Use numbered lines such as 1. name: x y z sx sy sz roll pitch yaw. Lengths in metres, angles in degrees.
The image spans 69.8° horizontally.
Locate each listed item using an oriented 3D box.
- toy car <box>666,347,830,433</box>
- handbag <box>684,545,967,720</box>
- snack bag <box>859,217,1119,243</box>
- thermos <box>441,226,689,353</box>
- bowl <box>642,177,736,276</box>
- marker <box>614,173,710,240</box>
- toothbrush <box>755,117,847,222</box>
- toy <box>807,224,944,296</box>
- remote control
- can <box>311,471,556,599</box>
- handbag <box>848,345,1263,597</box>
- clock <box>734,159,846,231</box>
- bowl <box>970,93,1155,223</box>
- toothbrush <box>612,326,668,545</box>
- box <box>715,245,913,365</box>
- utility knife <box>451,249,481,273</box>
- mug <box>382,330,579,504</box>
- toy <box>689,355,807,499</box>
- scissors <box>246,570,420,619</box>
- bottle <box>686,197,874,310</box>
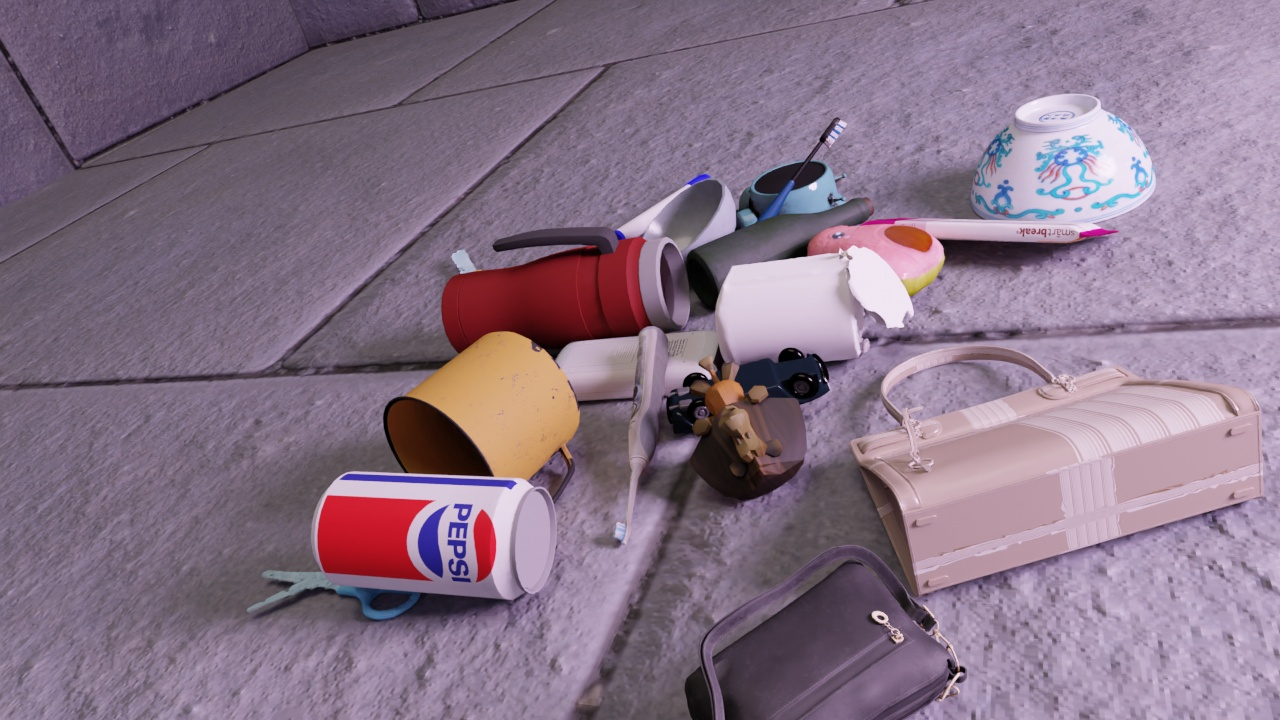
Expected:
1. toy car: 0.073 0.023 0.627 0.112 0.034 0.046 -15 29 6
2. handbag: 0.081 0.142 0.408 0.128 0.054 0.079 -28 35 -21
3. snack bag: 0.269 -0.104 0.736 0.197 0.016 0.070 8 15 38
4. thermos: -0.067 -0.060 0.769 0.199 0.108 0.083 -7 32 22
5. bowl: 0.049 -0.115 0.845 0.106 0.039 0.106 -36 30 25
6. marker: 0.024 -0.161 0.976 0.141 0.020 0.020 -37 35 -30
7. toothbrush: 0.124 -0.141 0.805 0.168 0.014 0.014 -54 -1 11
8. toy: 0.180 -0.079 0.723 0.110 0.051 0.089 13 37 44
9. remote control: -0.004 0.004 0.710 0.139 0.025 0.060 -4 32 18
10. can: -0.123 0.104 0.551 0.132 0.070 0.070 0 34 17
11. handbag: 0.207 0.035 0.534 0.175 0.062 0.197 -17 21 1
12. clock: 0.130 -0.145 0.860 0.124 0.053 0.089 -10 30 19
13. bowl: 0.351 -0.176 0.771 0.144 0.074 0.143 -13 30 8
14. toothbrush: 0.001 0.047 0.620 0.024 0.022 0.185 21 45 -13
15. box: 0.125 -0.040 0.654 0.143 0.089 0.080 -4 21 18
16. utility knife: -0.166 -0.077 0.939 0.030 0.019 0.223 -19 34 -13
17. mug: -0.096 0.049 0.625 0.124 0.101 0.093 40 50 8
18. toy: 0.060 0.036 0.572 0.076 0.062 0.100 -32 59 8
19. scissors: -0.189 0.146 0.591 0.140 0.015 0.111 -27 33 -8
20. bottle: 0.126 -0.101 0.788 0.174 0.055 0.055 -25 31 -15
